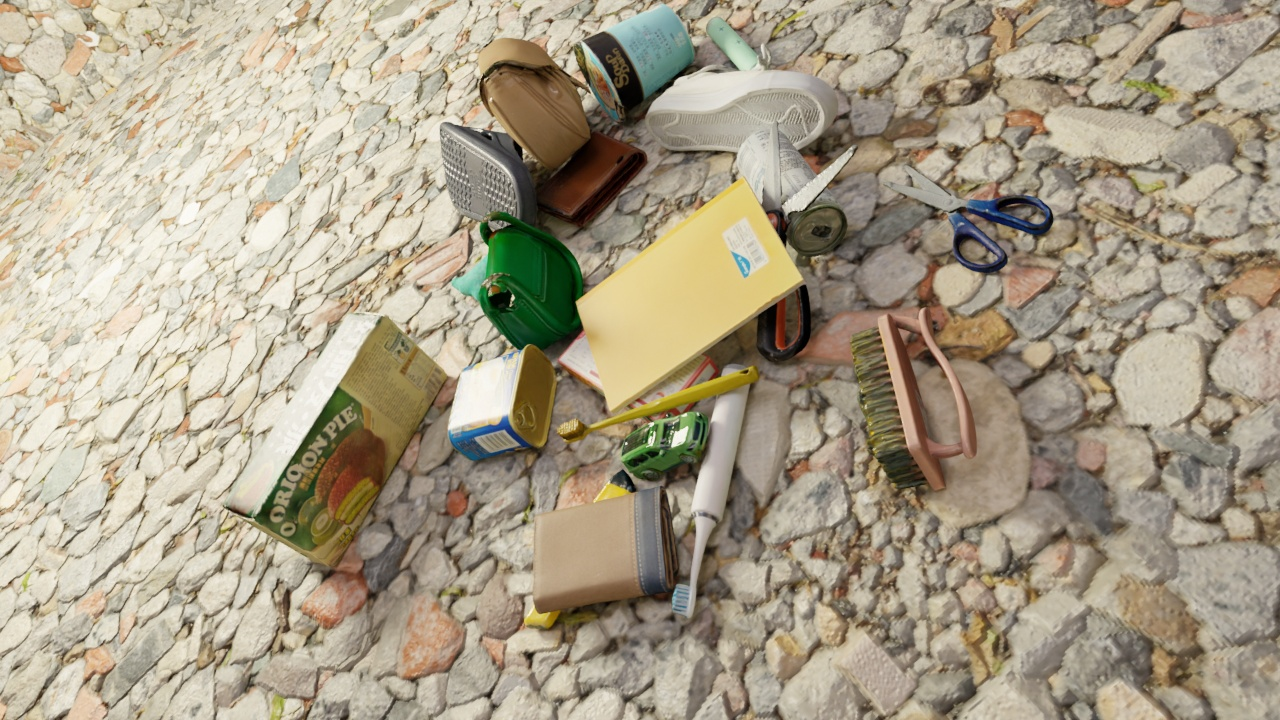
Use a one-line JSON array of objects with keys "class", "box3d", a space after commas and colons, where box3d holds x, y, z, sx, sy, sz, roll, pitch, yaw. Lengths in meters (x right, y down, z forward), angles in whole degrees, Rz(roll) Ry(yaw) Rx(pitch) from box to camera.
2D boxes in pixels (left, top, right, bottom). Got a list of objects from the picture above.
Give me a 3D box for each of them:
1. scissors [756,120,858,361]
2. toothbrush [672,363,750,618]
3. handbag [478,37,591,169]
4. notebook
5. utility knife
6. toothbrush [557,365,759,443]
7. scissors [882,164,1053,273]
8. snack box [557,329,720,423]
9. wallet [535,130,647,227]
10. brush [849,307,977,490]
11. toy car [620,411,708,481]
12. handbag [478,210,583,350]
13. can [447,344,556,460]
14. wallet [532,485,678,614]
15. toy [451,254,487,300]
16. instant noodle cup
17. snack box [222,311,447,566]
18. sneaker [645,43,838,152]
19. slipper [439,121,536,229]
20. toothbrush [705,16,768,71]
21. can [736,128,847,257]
[{"class": "scissors", "box3d": [0.109, -0.102, 0.822, 0.235, 0.021, 0.220, -32, 59, 39]}, {"class": "toothbrush", "box3d": [0.059, 0.100, 0.741, 0.026, 0.027, 0.220, 17, 59, -1]}, {"class": "handbag", "box3d": [-0.125, -0.316, 1.098, 0.100, 0.147, 0.204, -42, 27, 13]}, {"class": "notebook", "box3d": [0.035, -0.061, 0.830, 0.207, 0.010, 0.145, -36, 48, 18]}, {"class": "utility knife", "box3d": [-0.049, 0.159, 0.773, 0.033, 0.015, 0.153, 15, 66, 46]}, {"class": "toothbrush", "box3d": [0.012, 0.038, 0.791, 0.190, 0.016, 0.015, -19, 49, 21]}, {"class": "scissors", "box3d": [0.283, -0.137, 0.796, 0.141, 0.012, 0.170, -18, 46, 23]}, {"class": "snack box", "box3d": [-0.005, 0.005, 0.861, 0.077, 0.027, 0.156, -50, 45, -11]}, {"class": "wallet", "box3d": [-0.063, -0.215, 1.079, 0.124, 0.032, 0.101, -48, 41, -10]}, {"class": "brush", "box3d": [0.201, 0.022, 0.684, 0.073, 0.063, 0.145, -22, 44, 23]}, {"class": "toy car", "box3d": [0.021, 0.070, 0.773, 0.091, 0.036, 0.043, -27, 39, 41]}, {"class": "handbag", "box3d": [-0.117, -0.081, 0.940, 0.068, 0.120, 0.131, -25, 47, 23]}, {"class": "can", "box3d": [-0.135, 0.043, 0.897, 0.083, 0.057, 0.101, -16, 48, 27]}, {"class": "wallet", "box3d": [-0.030, 0.153, 0.737, 0.115, 0.033, 0.090, -14, 54, 13]}, {"class": "toy", "box3d": [-0.166, -0.106, 1.060, 0.096, 0.030, 0.091, 27, 75, 38]}, {"class": "instant noodle cup", "box3d": [-0.002, -0.368, 1.119, 0.120, 0.111, 0.111, -33, 43, -6]}, {"class": "snack box", "box3d": [-0.304, 0.077, 0.940, 0.063, 0.114, 0.239, 7, 61, 37]}, {"class": "sneaker", "box3d": [0.116, -0.277, 0.975, 0.243, 0.089, 0.090, 10, 57, 46]}, {"class": "slipper", "box3d": [-0.172, -0.223, 1.124, 0.083, 0.111, 0.268, -14, 31, -27]}, {"class": "toothbrush", "box3d": [0.125, -0.346, 1.061, 0.027, 0.026, 0.224, -16, 44, -8]}, {"class": "can", "box3d": [0.142, -0.162, 0.876, 0.058, 0.058, 0.146, -31, 44, 9]}]
